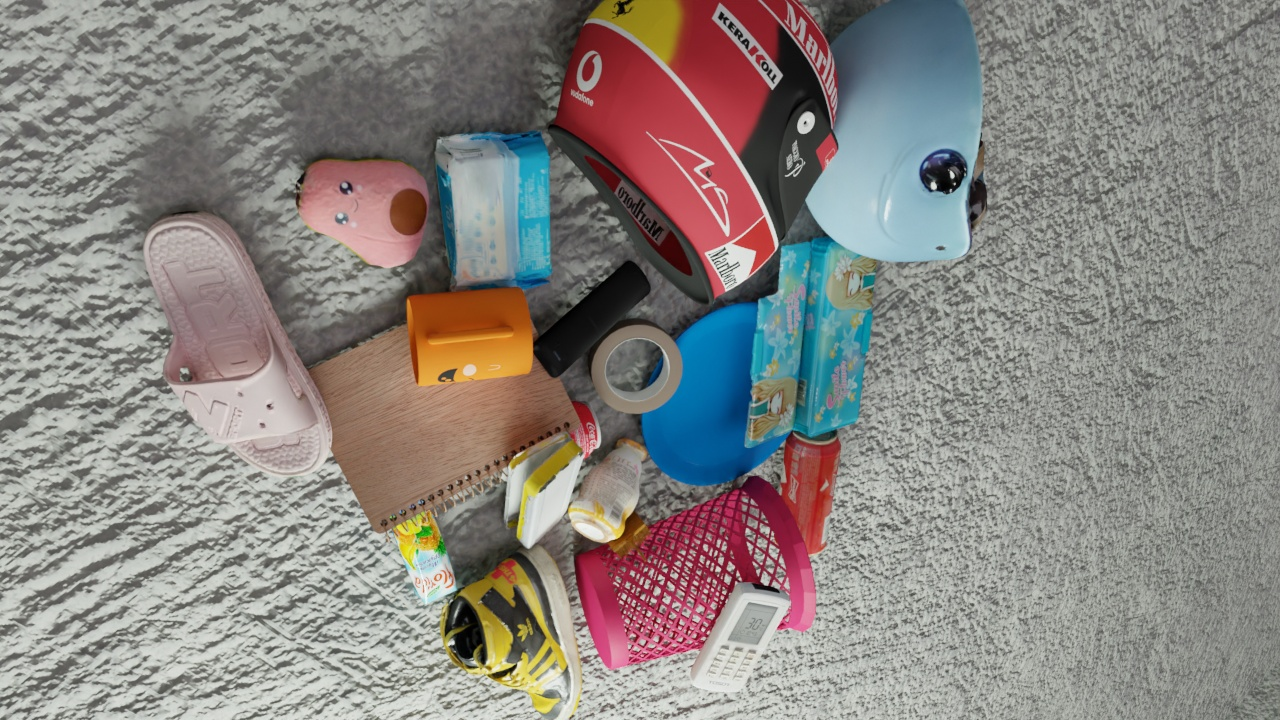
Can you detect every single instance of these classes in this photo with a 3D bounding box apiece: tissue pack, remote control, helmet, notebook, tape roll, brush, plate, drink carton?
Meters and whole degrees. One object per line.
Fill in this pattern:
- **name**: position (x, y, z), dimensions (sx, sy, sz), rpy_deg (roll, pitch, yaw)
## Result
- **tissue pack**: position (-0.128, -0.128, 0.800), dimensions (0.092, 0.062, 0.145), rpy_deg (-11, 117, -23)
- **remote control**: position (0.103, 0.291, 0.962), dimensions (0.060, 0.025, 0.139), rpy_deg (16, 112, -21)
- **helmet**: position (0.061, -0.208, 0.788), dimensions (0.224, 0.197, 0.271), rpy_deg (-46, 135, -3)
- **remote control**: position (-0.043, -0.042, 0.884), dimensions (0.151, 0.020, 0.041), rpy_deg (-45, 109, -32)
- **notebook**: position (-0.177, 0.043, 0.838), dimensions (0.210, 0.022, 0.169), rpy_deg (-28, 98, -16)
- **tape roll**: position (-0.006, 0.005, 0.937), dimensions (0.093, 0.030, 0.094), rpy_deg (-3, 106, -9)
- **brush**: position (-0.014, 0.185, 0.976), dimensions (0.048, 0.126, 0.017), rpy_deg (-40, 115, -5)
- **plate**: position (0.095, 0.037, 1.034), dimensions (0.224, 0.024, 0.225), rpy_deg (-13, 119, -25)
- **drink carton**: position (-0.219, 0.184, 0.914), dimensions (0.044, 0.038, 0.129), rpy_deg (-22, 122, -20)
- **helmet**: position (0.235, -0.215, 0.874), dimensions (0.167, 0.225, 0.266), rpy_deg (-5, 134, -2)

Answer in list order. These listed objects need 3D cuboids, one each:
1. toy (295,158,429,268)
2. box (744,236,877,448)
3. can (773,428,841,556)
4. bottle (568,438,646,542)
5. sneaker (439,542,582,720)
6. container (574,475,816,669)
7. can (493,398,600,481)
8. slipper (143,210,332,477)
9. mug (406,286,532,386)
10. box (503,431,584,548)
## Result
- **toy**: position (-0.227, -0.124, 0.749), dimensions (0.109, 0.051, 0.090), rpy_deg (8, 107, -32)
- **box**: position (0.188, -0.022, 1.023), dimensions (0.181, 0.039, 0.227), rpy_deg (-13, 114, -38)
- **can**: position (0.205, 0.160, 1.132), dimensions (0.067, 0.067, 0.170), rpy_deg (-11, 118, -26)
- **bottle**: position (-0.030, 0.135, 0.972), dimensions (0.063, 0.063, 0.108), rpy_deg (54, 51, -37)
- **sneaker**: position (-0.139, 0.320, 0.990), dimensions (0.121, 0.086, 0.239), rpy_deg (-23, 119, -34)
- **container**: position (0.052, 0.248, 1.033), dimensions (0.225, 0.183, 0.183), rpy_deg (-14, 120, -16)
- **can**: position (-0.098, 0.078, 0.916), dimensions (0.104, 0.064, 0.064), rpy_deg (-15, 120, -24)
- **slipper**: position (-0.327, 0.002, 0.728), dimensions (0.094, 0.064, 0.239), rpy_deg (-11, 117, 6)
- **mug**: position (-0.143, -0.022, 0.777), dimensions (0.095, 0.113, 0.077), rpy_deg (-7, 91, -18)
- **box**: position (-0.098, 0.125, 0.890), dimensions (0.065, 0.044, 0.210), rpy_deg (-39, 166, -24)
